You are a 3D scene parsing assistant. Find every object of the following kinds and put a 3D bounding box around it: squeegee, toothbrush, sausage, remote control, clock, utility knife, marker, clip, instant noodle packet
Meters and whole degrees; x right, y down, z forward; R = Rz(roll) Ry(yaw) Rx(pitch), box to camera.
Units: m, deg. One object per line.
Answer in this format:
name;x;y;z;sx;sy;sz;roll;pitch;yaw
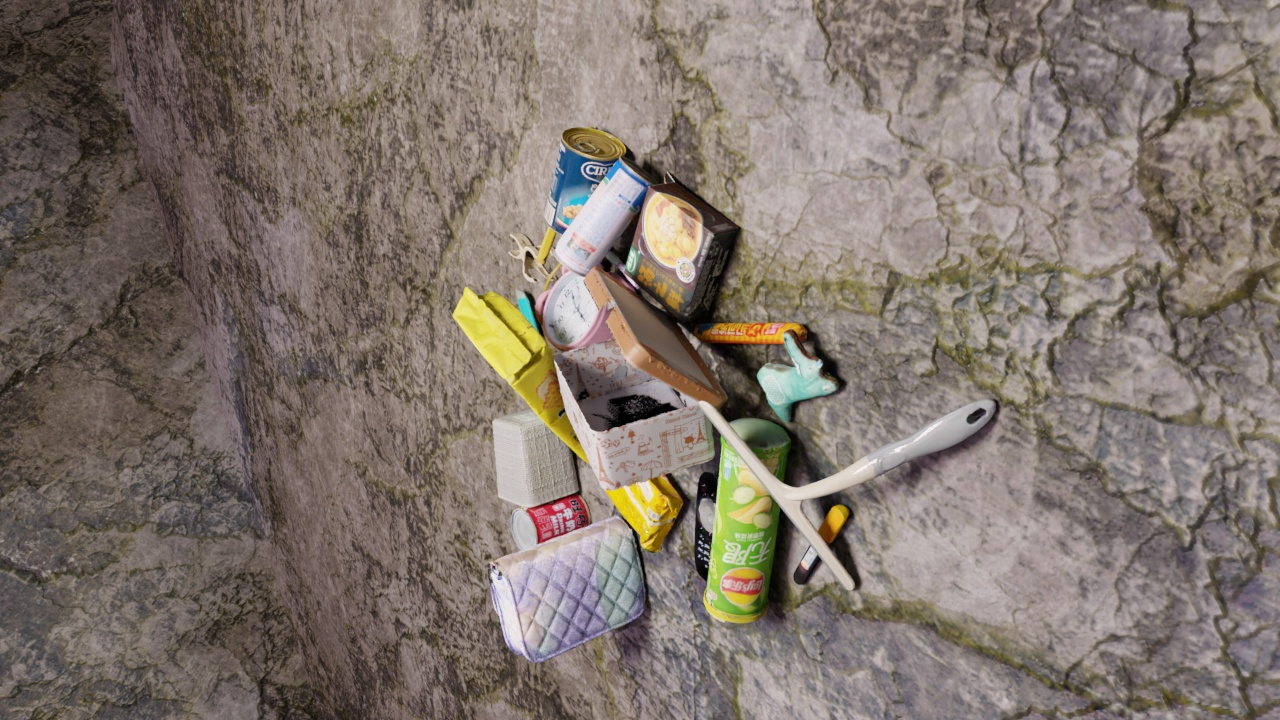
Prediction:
squeegee;0.203;0.093;0.818;0.247;0.039;0.246;-32;100;39
toothbrush;-0.090;-0.199;1.132;0.016;0.015;0.191;46;125;30
sausage;0.110;-0.028;0.948;0.165;0.021;0.021;2;103;51
remote control;0.085;0.191;1.049;0.053;0.024;0.136;23;118;48
clock;-0.071;-0.066;1.106;0.117;0.059;0.158;-53;45;17
utility knife;-0.139;-0.001;1.281;0.029;0.013;0.207;-10;96;55
toothbrush;-0.054;-0.148;1.122;0.189;0.021;0.029;46;135;35
marker;0.182;0.189;0.934;0.018;0.015;0.124;50;138;32
clip;-0.144;-0.151;1.226;0.104;0.034;0.084;57;143;35
instant noodle packet;0.001;0.160;1.130;0.128;0.044;0.111;54;144;32

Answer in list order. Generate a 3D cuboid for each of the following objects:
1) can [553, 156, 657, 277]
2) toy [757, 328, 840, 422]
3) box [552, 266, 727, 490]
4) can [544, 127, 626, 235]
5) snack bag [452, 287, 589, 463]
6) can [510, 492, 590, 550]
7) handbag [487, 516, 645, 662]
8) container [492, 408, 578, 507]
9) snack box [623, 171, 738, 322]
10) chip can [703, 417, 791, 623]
can;-0.041;-0.160;1.031;0.135;0.053;0.053;-51;58;18
toy;0.151;0.015;0.898;0.092;0.030;0.096;-15;109;50
box;-0.005;0.004;0.962;0.182;0.152;0.178;-124;19;-56
can;-0.066;-0.205;1.072;0.075;0.075;0.111;46;134;33
snack bag;-0.122;0.022;1.132;0.158;0.068;0.246;44;173;41
can;-0.123;0.223;1.268;0.066;0.093;0.066;20;116;48
handbag;-0.092;0.289;1.168;0.076;0.193;0.134;-4;98;55
container;-0.149;0.131;1.273;0.090;0.090;0.114;6;107;51
snack box;0.037;-0.124;0.994;0.125;0.053;0.113;41;131;30
chip can;0.111;0.169;0.969;0.073;0.072;0.221;27;122;45
